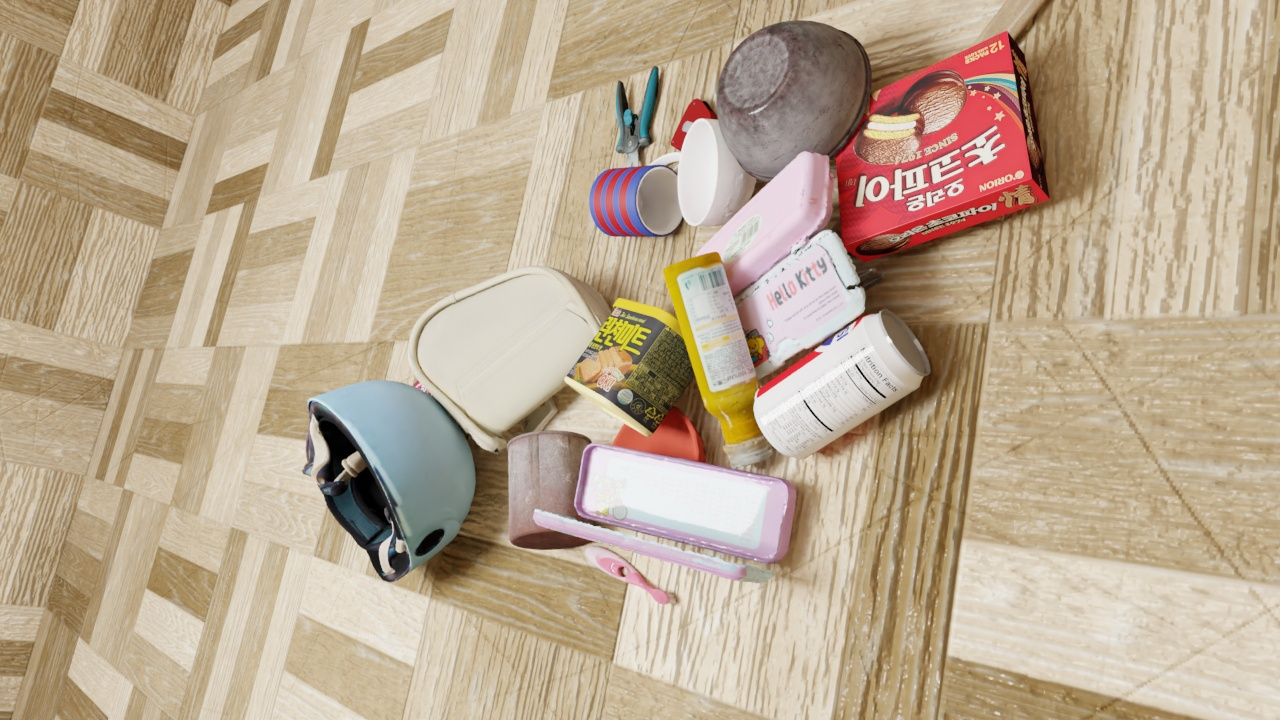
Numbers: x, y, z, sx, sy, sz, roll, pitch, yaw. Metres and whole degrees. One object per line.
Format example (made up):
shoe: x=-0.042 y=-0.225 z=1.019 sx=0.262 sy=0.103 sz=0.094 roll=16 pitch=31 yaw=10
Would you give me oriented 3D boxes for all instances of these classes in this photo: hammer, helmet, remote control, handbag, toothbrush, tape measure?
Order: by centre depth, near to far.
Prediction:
hammer: x=0.239 y=-0.190 z=0.786 sx=0.332 sy=0.030 sz=0.119 roll=-52 pitch=45 yaw=14
toothbrush: x=-0.012 y=0.209 z=0.893 sx=0.135 sy=0.016 sz=0.021 roll=18 pitch=87 yaw=51
tape measure: x=0.062 y=-0.253 z=0.993 sx=0.051 sy=0.019 sz=0.059 roll=34 pitch=99 yaw=48
handbag: x=-0.127 y=-0.010 z=1.044 sx=0.229 sy=0.131 sz=0.184 roll=-37 pitch=68 yaw=19
helmet: x=-0.286 y=0.120 z=1.065 sx=0.225 sy=0.166 sz=0.266 roll=48 pitch=152 yaw=14
remote control: x=-0.138 y=0.030 z=1.097 sx=0.050 sy=0.011 sz=0.135 roll=-49 pitch=45 yaw=21

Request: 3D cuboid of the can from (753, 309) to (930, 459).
can: x=0.161 y=0.021 z=0.744 sx=0.132 sy=0.070 sz=0.070 roll=-38 pitch=50 yaw=30

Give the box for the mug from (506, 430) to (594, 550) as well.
mug: x=-0.096 y=0.142 z=0.963 sx=0.123 sy=0.096 sz=0.110 roll=112 pitch=161 yaw=-63

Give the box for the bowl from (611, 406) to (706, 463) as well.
bowl: x=0.020 y=0.104 z=0.884 sx=0.122 sy=0.035 sz=0.121 roll=-20 pitch=61 yaw=40

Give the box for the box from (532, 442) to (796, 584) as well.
box: x=0.015 y=0.127 z=0.787 sx=0.214 sy=0.092 sz=0.089 roll=8 pitch=87 yaw=32

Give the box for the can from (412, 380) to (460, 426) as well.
can: x=-0.241 y=0.051 z=1.158 sx=0.114 sy=0.063 sz=0.063 roll=-1 pitch=74 yaw=46

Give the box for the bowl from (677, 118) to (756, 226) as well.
bowl: x=0.079 y=-0.184 z=0.908 sx=0.105 sy=0.054 sz=0.105 roll=178 pitch=90 yaw=-72

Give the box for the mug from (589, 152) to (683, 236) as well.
mug: x=0.006 y=-0.185 z=0.995 sx=0.076 sy=0.075 sz=0.111 roll=9 pitch=56 yaw=48

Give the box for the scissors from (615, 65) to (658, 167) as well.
scissors: x=-0.006 y=-0.281 z=1.077 sx=0.121 sy=0.019 sz=0.150 roll=-46 pitch=52 yaw=19

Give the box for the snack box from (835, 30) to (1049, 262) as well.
snack box: x=0.233 y=-0.167 z=0.734 sx=0.152 sy=0.035 sz=0.132 roll=-18 pitch=62 yaw=39

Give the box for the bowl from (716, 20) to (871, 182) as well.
bowl: x=0.118 y=-0.234 z=0.792 sx=0.145 sy=0.067 sz=0.144 roll=-16 pitch=65 yaw=39

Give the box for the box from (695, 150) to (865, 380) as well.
box: x=0.107 y=-0.074 z=0.802 sx=0.202 sy=0.058 sz=0.155 roll=-41 pitch=50 yaw=56

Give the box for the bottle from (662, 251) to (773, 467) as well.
bottle: x=0.071 y=0.000 z=0.806 sx=0.053 sy=0.053 sz=0.186 roll=-15 pitch=94 yaw=42

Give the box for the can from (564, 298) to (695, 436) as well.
can: x=-0.005 y=0.005 z=0.885 sx=0.101 sy=0.072 sz=0.131 roll=-54 pitch=24 yaw=-6
